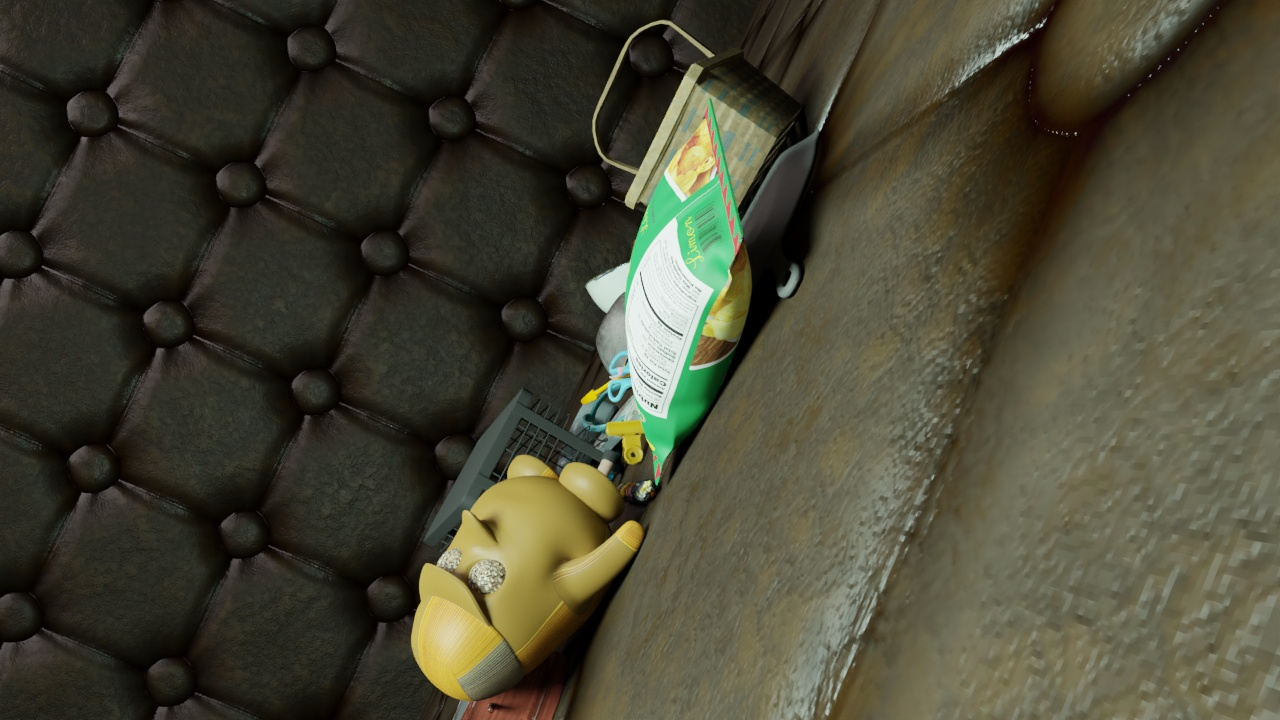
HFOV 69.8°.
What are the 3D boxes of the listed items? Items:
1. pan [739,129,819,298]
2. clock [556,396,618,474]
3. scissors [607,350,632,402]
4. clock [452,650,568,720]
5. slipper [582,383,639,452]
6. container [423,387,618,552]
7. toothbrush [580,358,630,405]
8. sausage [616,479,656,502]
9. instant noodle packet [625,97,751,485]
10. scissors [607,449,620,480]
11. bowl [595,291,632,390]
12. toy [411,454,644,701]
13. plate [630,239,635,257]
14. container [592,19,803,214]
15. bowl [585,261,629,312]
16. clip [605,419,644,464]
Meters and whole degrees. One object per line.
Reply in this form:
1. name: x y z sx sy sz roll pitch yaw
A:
1. pan: 0.104 -0.103 0.806 0.217 0.024 0.354 -63 6 15
2. clock: -0.076 0.113 1.281 0.159 0.045 0.123 -47 -20 -76
3. scissors: -0.004 0.018 1.008 0.139 0.015 0.063 -3 70 65
4. clock: -0.122 0.304 0.842 0.121 0.072 0.157 -62 7 19
5. slipper: -0.022 0.053 1.102 0.098 0.055 0.269 -53 3 -23
6. container: -0.144 0.159 1.090 0.242 0.130 0.162 -43 19 57
7. toothbrush: -0.006 0.006 1.061 0.197 0.031 0.030 -35 -7 37
8. sausage: -0.006 0.122 0.852 0.020 0.020 0.155 -66 6 -12
9. instant noodle packet: 0.035 -0.054 0.750 0.195 0.090 0.253 -94 15 -47
10. scissors: -0.042 0.140 1.113 0.130 0.019 0.137 -59 6 47
11. bowl: -0.010 -0.040 1.185 0.144 0.067 0.145 -58 -9 -14
12. toy: -0.113 0.185 0.775 0.199 0.162 0.202 2 42 42
13. plate: 0.042 -0.172 1.265 0.131 0.025 0.131 -23 0 0
14. container: 0.049 -0.248 0.951 0.158 0.186 0.249 -61 -3 27
15. bowl: 0.006 -0.103 1.282 0.153 0.073 0.153 -22 1 0
16. clip: -0.010 0.087 0.969 0.039 0.053 0.047 138 127 -79
